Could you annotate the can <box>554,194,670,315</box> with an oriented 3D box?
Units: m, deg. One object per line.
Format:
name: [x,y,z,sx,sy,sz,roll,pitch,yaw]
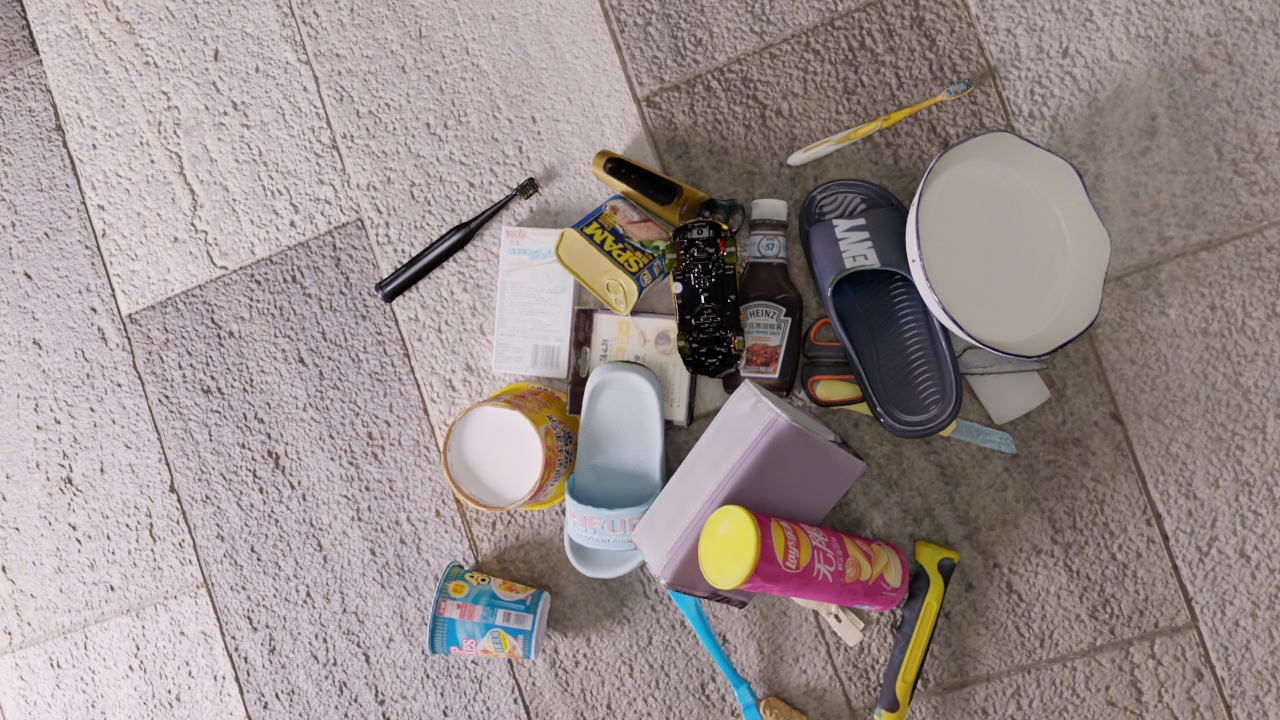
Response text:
can: [-0.020,-0.109,0.918,0.102,0.057,0.083,41,55,8]

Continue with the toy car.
toy car: [0.063,-0.059,0.882,0.071,0.041,0.156,-6,103,8]

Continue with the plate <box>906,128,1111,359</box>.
plate: [0.327,-0.102,0.829,0.204,0.046,0.204,2,83,-17]

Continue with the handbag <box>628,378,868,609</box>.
handbag: [0.104,0.133,0.882,0.145,0.098,0.197,31,100,-32]

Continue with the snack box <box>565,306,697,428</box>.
snack box: [-0.006,0.005,0.938,0.126,0.053,0.113,6,93,12]

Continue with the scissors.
scissors: [0.266,0.015,0.880,0.235,0.021,0.142,23,88,21]

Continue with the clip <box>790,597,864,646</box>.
clip: [0.182,0.238,0.912,0.100,0.071,0.035,42,98,14]

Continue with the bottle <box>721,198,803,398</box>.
bottle: [0.123,-0.061,0.915,0.080,0.044,0.195,4,91,11]

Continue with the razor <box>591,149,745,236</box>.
razor: [0.024,-0.167,0.926,0.167,0.067,0.062,31,89,16]

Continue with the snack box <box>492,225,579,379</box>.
snack box: [-0.109,-0.062,0.972,0.085,0.027,0.157,5,92,12]

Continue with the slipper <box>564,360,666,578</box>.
slipper: [-0.024,0.118,0.907,0.104,0.074,0.246,8,114,5]

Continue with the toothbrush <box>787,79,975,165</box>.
toothbrush: [0.234,-0.233,0.898,0.191,0.018,0.016,-21,85,12]

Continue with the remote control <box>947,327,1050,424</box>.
remote control: [0.328,-0.014,0.881,0.058,0.021,0.150,-33,84,19]

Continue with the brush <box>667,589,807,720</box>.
brush: [0.093,0.317,0.924,0.083,0.045,0.254,-31,91,13]

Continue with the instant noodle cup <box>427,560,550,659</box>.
instant noodle cup: [-0.155,0.268,0.961,0.110,0.099,0.099,8,93,5]

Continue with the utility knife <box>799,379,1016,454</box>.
utility knife: [0.262,0.053,0.899,0.211,0.022,0.031,17,95,18]

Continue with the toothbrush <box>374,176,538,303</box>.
toothbrush: [-0.197,-0.131,0.990,0.213,0.026,0.027,-34,72,10]

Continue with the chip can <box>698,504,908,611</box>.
chip can: [0.153,0.184,0.835,0.072,0.210,0.071,-27,54,45]

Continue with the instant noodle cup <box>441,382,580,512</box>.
instant noodle cup: [-0.132,0.092,0.939,0.138,0.109,0.138,0,90,12]

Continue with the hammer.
hammer: [0.247,0.335,0.893,0.126,0.032,0.323,17,90,-9]

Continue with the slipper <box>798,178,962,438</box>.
slipper: [0.226,-0.061,0.854,0.111,0.083,0.268,-20,74,11]
